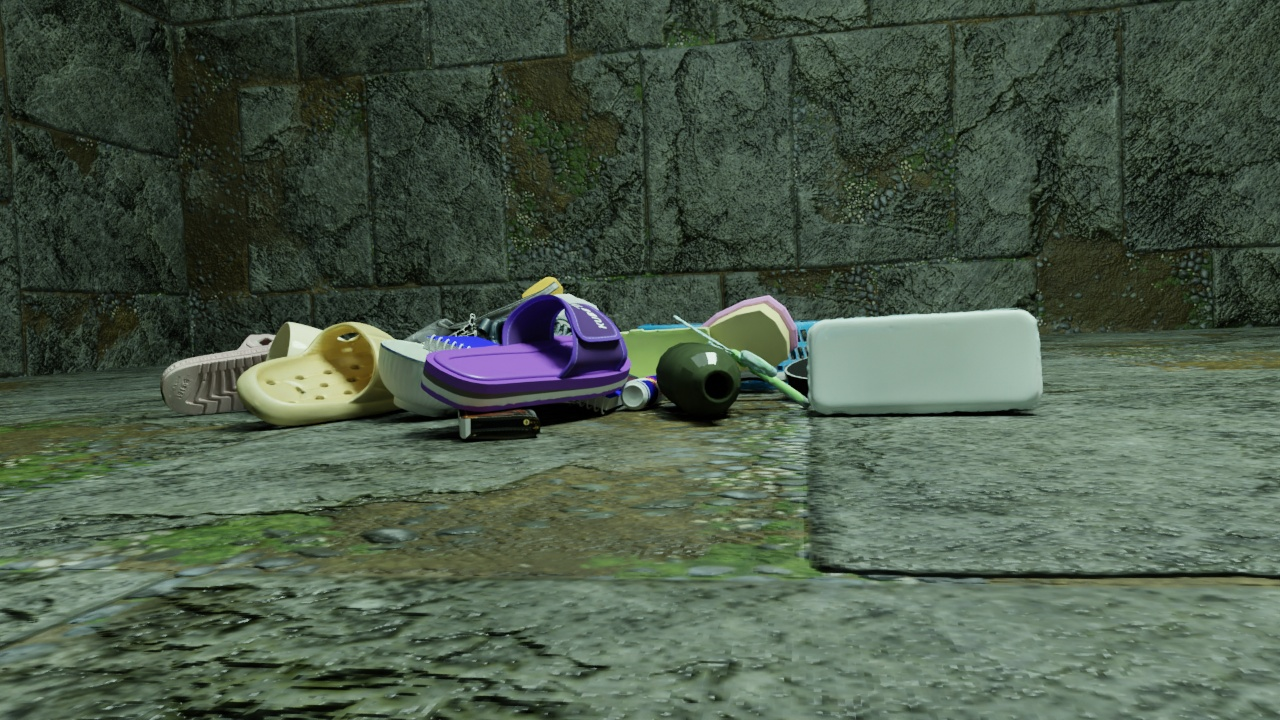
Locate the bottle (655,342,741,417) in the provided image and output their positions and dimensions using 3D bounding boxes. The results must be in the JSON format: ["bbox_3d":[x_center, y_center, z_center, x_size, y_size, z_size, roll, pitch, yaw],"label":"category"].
[{"bbox_3d":[0.060,0.019,0.921,0.071,0.071,0.207,-2,3,-5],"label":"bottle"}]

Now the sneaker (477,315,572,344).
[{"bbox_3d":[-0.107,-0.018,1.239,0.236,0.089,0.087,6,-39,22],"label":"sneaker"}]

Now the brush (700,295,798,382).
[{"bbox_3d":[0.091,-0.005,1.180,0.229,0.089,0.043,-25,14,31],"label":"brush"}]

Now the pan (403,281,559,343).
[{"bbox_3d":[-0.281,-0.043,1.375,0.357,0.055,0.187,-30,7,16],"label":"pan"}]

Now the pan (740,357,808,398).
[{"bbox_3d":[0.213,0.018,1.043,0.356,0.034,0.225,-7,8,8],"label":"pan"}]

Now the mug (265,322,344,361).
[{"bbox_3d":[-0.405,0.019,1.132,0.099,0.096,0.120,18,-47,-34],"label":"mug"}]

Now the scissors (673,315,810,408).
[{"bbox_3d":[0.103,-0.004,0.946,0.171,0.025,0.159,32,4,14],"label":"scissors"}]

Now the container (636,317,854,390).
[{"bbox_3d":[0.160,-0.015,1.387,0.256,0.089,0.363,-4,3,-33],"label":"container"}]

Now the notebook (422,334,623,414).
[{"bbox_3d":[-0.120,0.012,1.035,0.209,0.022,0.171,18,4,8],"label":"notebook"}]

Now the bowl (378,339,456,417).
[{"bbox_3d":[-0.232,0.024,1.002,0.118,0.062,0.118,17,6,-2],"label":"bowl"}]

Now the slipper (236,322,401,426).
[{"bbox_3d":[-0.325,0.008,1.032,0.111,0.079,0.260,44,27,15],"label":"slipper"}]

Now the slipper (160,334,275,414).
[{"bbox_3d":[-0.487,0.013,1.184,0.238,0.094,0.064,-8,33,-27],"label":"slipper"}]

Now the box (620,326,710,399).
[{"bbox_3d":[-0.008,0.015,1.137,0.188,0.091,0.083,-5,19,16],"label":"box"}]

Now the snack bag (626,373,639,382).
[{"bbox_3d":[-0.081,0.003,1.075,0.155,0.018,0.074,18,3,34],"label":"snack bag"}]

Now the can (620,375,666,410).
[{"bbox_3d":[0.006,0.035,1.025,0.032,0.032,0.095,-1,3,17],"label":"can"}]

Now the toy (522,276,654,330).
[{"bbox_3d":[-0.107,-0.021,1.372,0.246,0.141,0.267,-20,33,-15],"label":"toy"}]

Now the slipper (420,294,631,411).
[{"bbox_3d":[-0.094,-0.019,0.904,0.107,0.084,0.265,26,20,31],"label":"slipper"}]

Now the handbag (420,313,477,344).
[{"bbox_3d":[-0.281,-0.003,1.234,0.125,0.115,0.154,-5,7,-11],"label":"handbag"}]

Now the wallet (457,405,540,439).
[{"bbox_3d":[-0.130,0.055,0.841,0.072,0.019,0.123,-3,3,-11],"label":"wallet"}]

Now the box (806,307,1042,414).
[{"bbox_3d":[0.258,0.003,0.848,0.216,0.123,0.083,-6,24,22],"label":"box"}]
